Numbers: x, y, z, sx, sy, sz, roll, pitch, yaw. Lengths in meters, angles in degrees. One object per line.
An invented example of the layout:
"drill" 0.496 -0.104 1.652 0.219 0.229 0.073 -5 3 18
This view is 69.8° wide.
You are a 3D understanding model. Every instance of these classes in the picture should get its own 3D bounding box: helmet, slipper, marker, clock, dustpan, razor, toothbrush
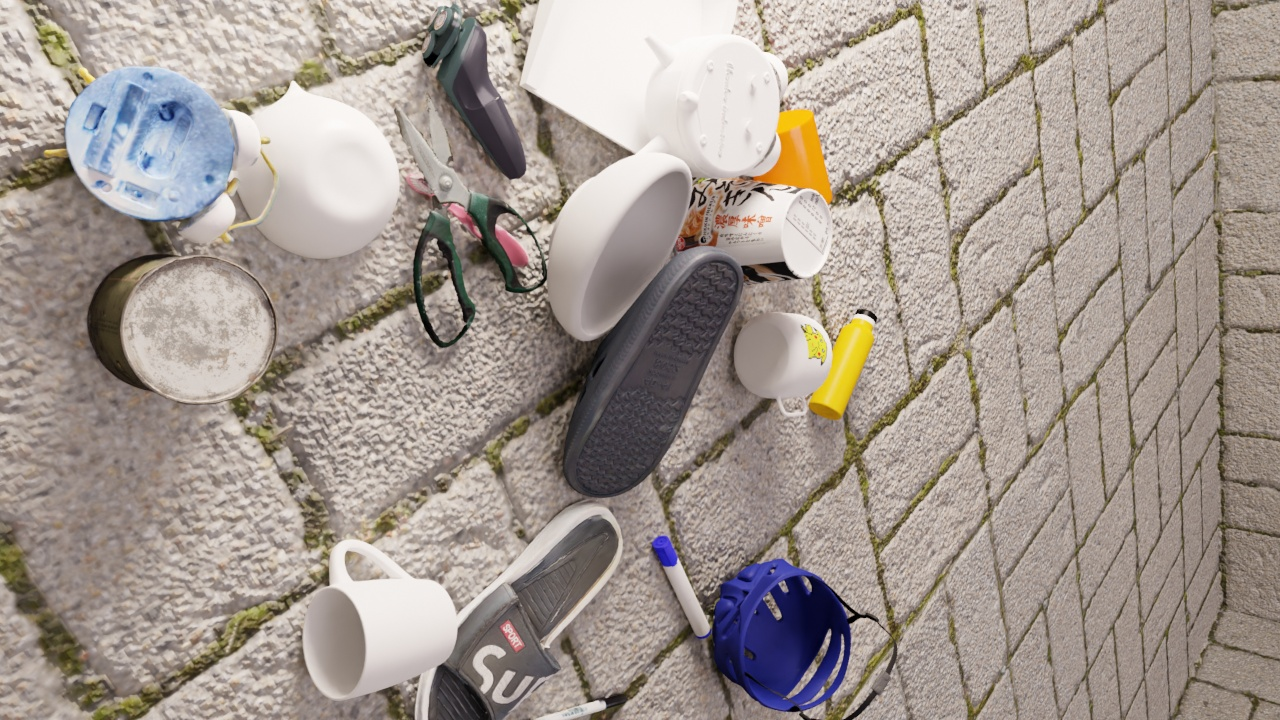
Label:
"helmet" 0.183 0.316 0.989 0.147 0.228 0.241 -50 131 -17
"slipper" -0.095 0.236 0.814 0.263 0.063 0.111 -47 126 -33
"marker" -0.068 0.345 0.894 0.152 0.011 0.011 4 93 -45
"clock" 0.074 -0.229 0.834 0.160 0.073 0.125 -4 104 -40
"dustpan" 0.011 -0.323 0.817 0.191 0.053 0.257 21 76 -42
"clock" -0.284 -0.123 0.560 0.125 0.052 0.088 24 81 -35
"razor" -0.126 -0.208 0.727 0.052 0.047 0.143 -34 125 -9
"slipper" -0.005 0.005 0.845 0.110 0.083 0.268 12 114 -42
"toothbrush" -0.136 -0.112 0.748 0.135 0.016 0.021 36 80 -42
"marker" 0.046 0.246 0.986 0.020 0.020 0.141 -43 124 -32

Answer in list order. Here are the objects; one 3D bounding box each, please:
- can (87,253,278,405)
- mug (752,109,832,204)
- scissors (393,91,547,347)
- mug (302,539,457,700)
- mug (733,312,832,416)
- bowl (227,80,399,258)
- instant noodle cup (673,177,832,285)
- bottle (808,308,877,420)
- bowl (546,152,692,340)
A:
"can" -0.285 -0.021 0.571 0.089 0.075 0.090 -7 100 -44
"mug" 0.162 -0.218 1.000 0.112 0.078 0.096 -66 142 -55
"scissors" -0.157 -0.101 0.712 0.137 0.015 0.210 -46 132 -18
"mug" -0.199 0.191 0.700 0.087 0.081 0.114 5 62 -52
"mug" 0.156 0.005 1.000 0.068 0.095 0.115 1 73 -44
"bowl" -0.215 -0.128 0.640 0.114 0.051 0.115 -9 102 -44
"instant noodle cup" 0.119 -0.128 0.927 0.123 0.122 0.123 -9 102 -44
"bottle" 0.256 0.002 1.144 0.043 0.043 0.143 43 66 -40
"bowl" -0.030 -0.107 0.797 0.176 0.066 0.177 -51 164 -21
